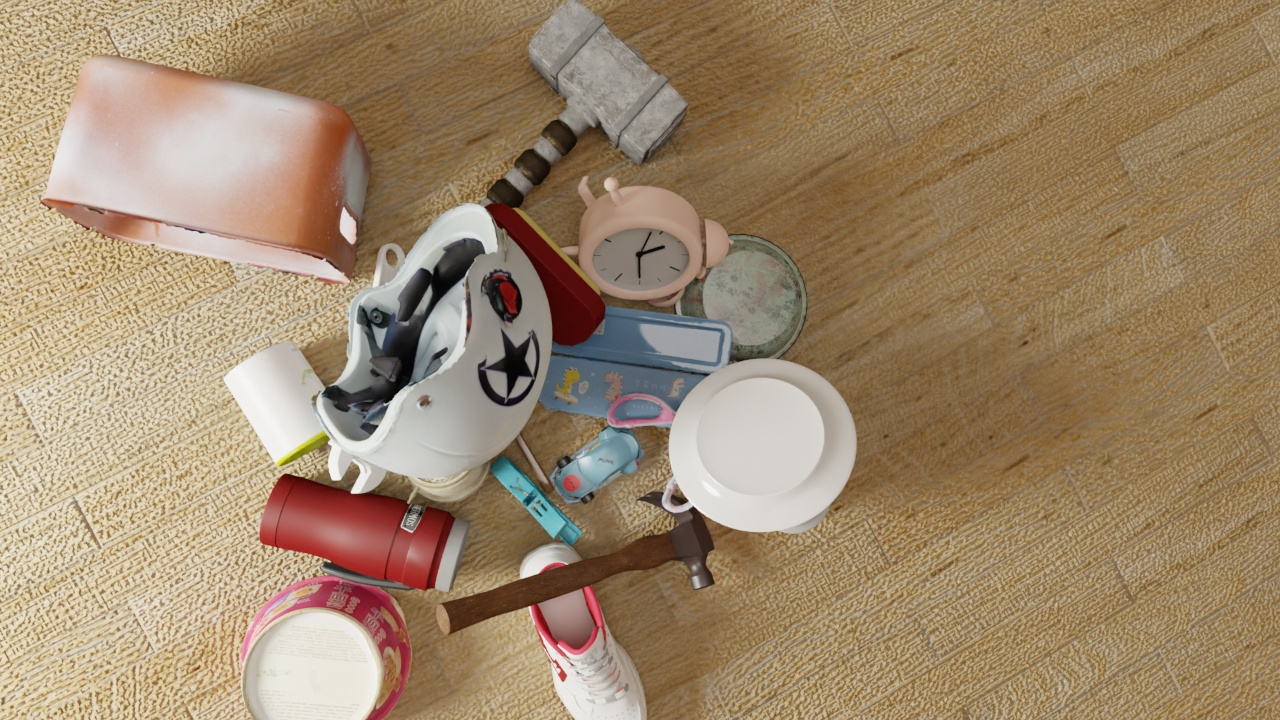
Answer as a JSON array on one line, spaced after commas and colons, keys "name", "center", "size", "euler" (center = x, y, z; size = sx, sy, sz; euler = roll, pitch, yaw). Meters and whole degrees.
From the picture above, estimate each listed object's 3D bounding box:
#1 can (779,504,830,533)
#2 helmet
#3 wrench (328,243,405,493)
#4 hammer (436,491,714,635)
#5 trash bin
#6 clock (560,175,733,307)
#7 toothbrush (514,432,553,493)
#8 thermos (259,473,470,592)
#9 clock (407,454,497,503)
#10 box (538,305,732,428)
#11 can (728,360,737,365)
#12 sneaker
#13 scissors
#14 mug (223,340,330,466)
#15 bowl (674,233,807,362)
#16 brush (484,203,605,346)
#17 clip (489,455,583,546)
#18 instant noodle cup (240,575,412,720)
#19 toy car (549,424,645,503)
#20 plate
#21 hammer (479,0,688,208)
[{"name": "can", "center": [0.146, 0.138, 0.986], "size": [0.079, 0.142, 0.079], "euler": [0, 87, -8]}, {"name": "helmet", "center": [-0.175, -0.008, 0.892], "size": [0.163, 0.237, 0.263], "euler": [35, 59, -36]}, {"name": "wrench", "center": [-0.281, 0.003, 0.968], "size": [0.018, 0.066, 0.273], "euler": [-7, 70, 36]}, {"name": "hammer", "center": [-0.055, 0.214, 0.935], "size": [0.322, 0.033, 0.115], "euler": [-10, 72, -38]}, {"name": "trash bin", "center": [-0.411, -0.183, 0.913], "size": [0.259, 0.182, 0.157], "euler": [12, 84, -6]}, {"name": "clock", "center": [0.002, -0.130, 0.982], "size": [0.160, 0.131, 0.086], "euler": [25, 47, -23]}, {"name": "toothbrush", "center": [-0.141, 0.073, 1.017], "size": [0.016, 0.016, 0.167], "euler": [-31, 91, -7]}, {"name": "thermos", "center": [-0.288, 0.190, 0.964], "size": [0.198, 0.083, 0.108], "euler": [16, 116, -4]}, {"name": "clock", "center": [-0.192, 0.092, 0.975], "size": [0.140, 0.055, 0.093], "euler": [-25, 68, -7]}, {"name": "box", "center": [-0.006, 0.006, 1.009], "size": [0.209, 0.021, 0.125], "euler": [8, 86, 8]}, {"name": "can", "center": [0.148, 0.052, 1.036], "size": [0.135, 0.054, 0.054], "euler": [28, 84, -6]}, {"name": "sneaker", "center": [-0.058, 0.311, 0.971], "size": [0.090, 0.104, 0.236], "euler": [-21, 90, -8]}, {"name": "scissors", "center": [0.049, 0.086, 0.989], "size": [0.170, 0.013, 0.173], "euler": [-3, 90, 5]}, {"name": "mug", "center": [-0.368, 0.044, 0.955], "size": [0.082, 0.082, 0.106], "euler": [-32, 91, -8]}, {"name": "bowl", "center": [0.119, -0.069, 1.045], "size": [0.157, 0.038, 0.157], "euler": [0, 87, -7]}, {"name": "brush", "center": [-0.109, -0.093, 0.966], "size": [0.173, 0.082, 0.041], "euler": [45, 50, -12]}, {"name": "clip", "center": [-0.113, 0.152, 0.998], "size": [0.120, 0.104, 0.027], "euler": [42, 81, 17]}, {"name": "instant noodle cup", "center": [-0.332, 0.319, 0.949], "size": [0.178, 0.078, 0.178], "euler": [0, 87, -7]}, {"name": "toy car", "center": [-0.047, 0.116, 1.020], "size": [0.107, 0.027, 0.060], "euler": [-34, 92, -8]}, {"name": "plate", "center": [0.120, 0.078, 0.925], "size": [0.189, 0.016, 0.188], "euler": [-6, 62, 11]}, {"name": "hammer", "center": [-0.112, -0.219, 1.009], "size": [0.177, 0.079, 0.326], "euler": [42, 89, -4]}]
